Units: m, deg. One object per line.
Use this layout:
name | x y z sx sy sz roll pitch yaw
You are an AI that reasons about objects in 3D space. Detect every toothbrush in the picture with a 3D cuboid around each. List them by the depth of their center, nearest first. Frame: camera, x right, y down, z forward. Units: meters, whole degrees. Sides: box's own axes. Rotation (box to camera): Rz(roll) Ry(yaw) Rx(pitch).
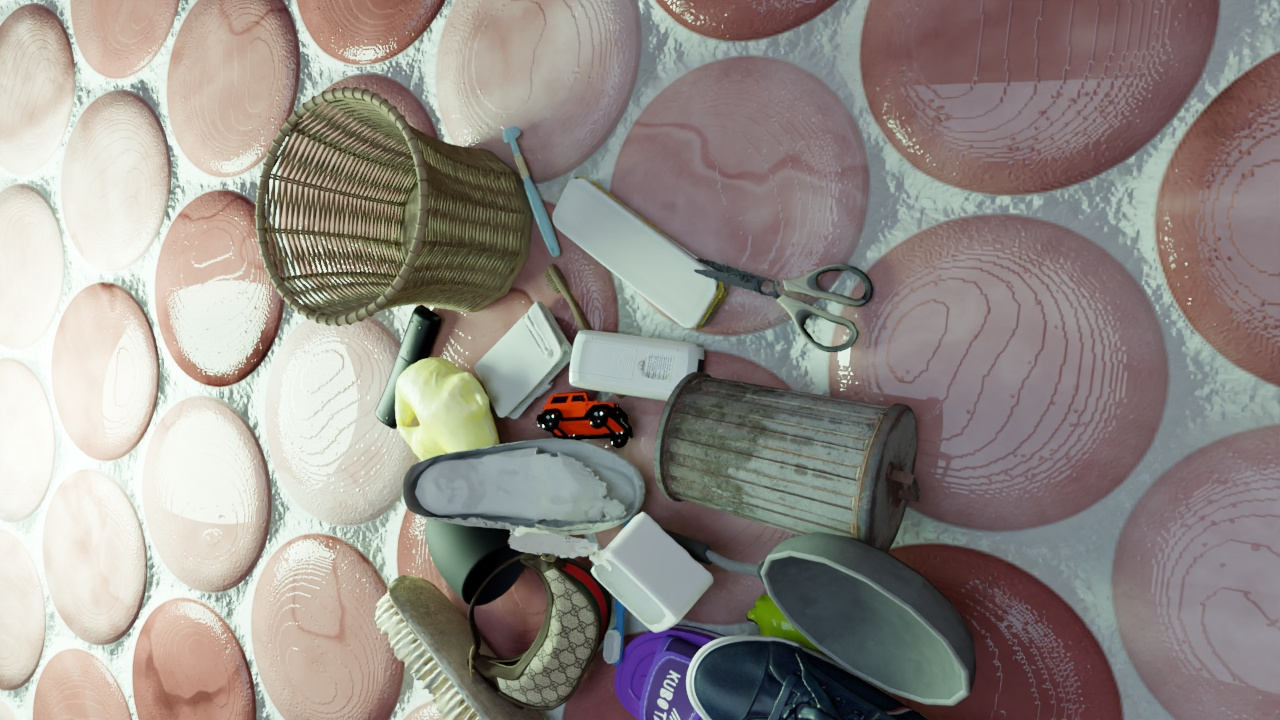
toothbrush | -0.020 0.224 0.932 0.016 0.014 0.166 0 83 44
toothbrush | -0.058 -0.031 0.962 0.016 0.016 0.166 -37 73 23
toothbrush | -0.117 -0.182 0.993 0.022 0.016 0.155 -24 80 17

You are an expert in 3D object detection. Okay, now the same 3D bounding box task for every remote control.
remote control | -0.005 0.005 0.915 0.139 0.025 0.060 8 85 19
remote control | -0.276 0.008 1.080 0.041 0.020 0.152 32 106 26

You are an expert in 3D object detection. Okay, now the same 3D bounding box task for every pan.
pan | 0.120 0.185 0.787 0.358 0.041 0.179 10 140 46

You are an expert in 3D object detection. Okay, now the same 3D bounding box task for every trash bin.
trash bin | 0.133 0.087 0.795 0.211 0.130 0.131 11 96 30

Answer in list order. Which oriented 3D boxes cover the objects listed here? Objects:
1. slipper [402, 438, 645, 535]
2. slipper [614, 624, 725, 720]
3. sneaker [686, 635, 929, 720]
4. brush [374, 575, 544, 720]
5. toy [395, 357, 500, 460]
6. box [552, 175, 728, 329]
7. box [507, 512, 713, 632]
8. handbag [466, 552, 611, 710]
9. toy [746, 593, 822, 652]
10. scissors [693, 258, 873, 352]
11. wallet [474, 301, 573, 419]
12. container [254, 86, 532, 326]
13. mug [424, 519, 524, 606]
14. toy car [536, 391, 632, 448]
slipper | -0.116 0.135 0.941 0.247 0.074 0.112 -2 93 11
slipper | 0.081 0.327 0.850 0.267 0.084 0.107 11 96 28
sneaker | 0.170 0.313 0.742 0.295 0.127 0.120 21 76 16
brush | -0.191 0.347 1.001 0.271 0.083 0.057 44 109 20
toy | -0.210 0.072 1.020 0.170 0.064 0.155 53 128 12
box | -0.002 -0.110 0.923 0.209 0.033 0.064 40 110 23
box | -0.026 0.184 0.868 0.190 0.111 0.083 27 62 0
handbag | -0.112 0.280 0.952 0.138 0.063 0.167 27 104 8
toy | 0.150 0.235 0.840 0.094 0.036 0.093 27 97 22
scissors | 0.127 -0.054 0.844 0.170 0.012 0.131 -12 89 16
wallet | -0.124 0.001 0.993 0.116 0.032 0.086 -42 61 25
container | -0.246 -0.148 0.960 0.227 0.195 0.227 0 91 29
mug | -0.175 0.190 1.001 0.118 0.085 0.100 -46 55 -10
toy car | -0.056 0.059 0.939 0.100 0.051 0.048 -5 55 31
